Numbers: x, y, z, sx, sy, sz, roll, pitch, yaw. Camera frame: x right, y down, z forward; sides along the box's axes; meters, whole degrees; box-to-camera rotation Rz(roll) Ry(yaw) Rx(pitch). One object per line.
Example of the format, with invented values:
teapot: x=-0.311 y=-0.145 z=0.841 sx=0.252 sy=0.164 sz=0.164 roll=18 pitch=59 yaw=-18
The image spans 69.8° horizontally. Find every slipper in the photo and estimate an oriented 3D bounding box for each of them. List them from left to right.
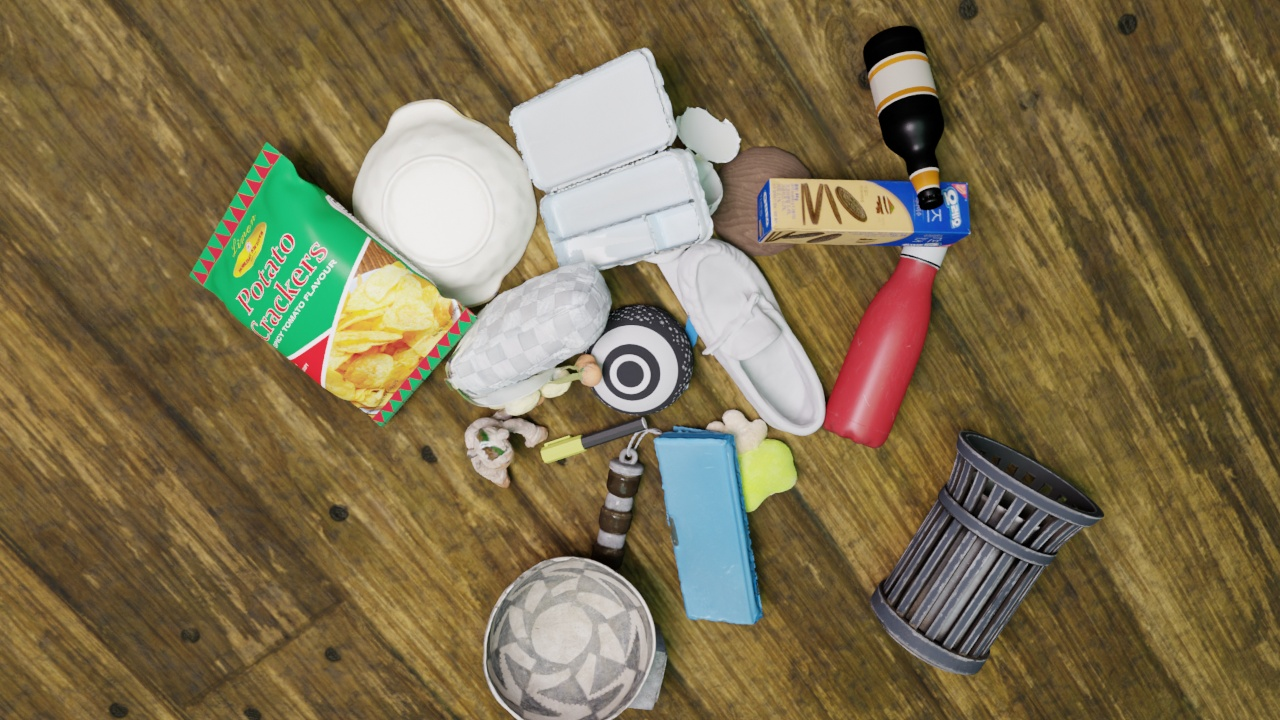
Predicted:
slipper: x=0.119 y=-0.019 z=0.973 sx=0.112 sy=0.075 sz=0.247 roll=-40 pitch=109 yaw=-20

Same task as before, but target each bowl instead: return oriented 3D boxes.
bowl: x=-0.203 y=-0.154 z=0.938 sx=0.188 sy=0.060 sz=0.219 roll=-12 pitch=106 yaw=0
bowl: x=-0.078 y=0.294 z=0.973 sx=0.178 sy=0.081 sz=0.178 roll=1 pitch=86 yaw=-9
bowl: x=-0.006 y=0.006 z=0.975 sx=0.120 sy=0.066 sz=0.120 roll=2 pitch=106 yaw=9
bowl: x=0.131 y=-0.166 z=0.968 sx=0.118 sy=0.030 sz=0.118 roll=-1 pitch=105 yaw=-3

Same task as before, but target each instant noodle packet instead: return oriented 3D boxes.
instant noodle packet: x=-0.314 y=-0.065 z=0.926 sx=0.252 sy=0.090 sz=0.196 roll=41 pitch=122 yaw=-10

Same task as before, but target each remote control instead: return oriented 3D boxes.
remote control: x=0.061 y=-0.067 z=0.999 sx=0.033 sy=0.012 sz=0.131 roll=-28 pitch=105 yaw=13

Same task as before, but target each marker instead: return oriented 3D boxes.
marker: x=-0.052 y=0.086 z=1.019 sx=0.124 sy=0.017 sz=0.021 roll=-19 pitch=71 yaw=15

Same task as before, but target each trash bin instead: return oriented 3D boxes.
trash bin: x=0.372 y=0.218 z=1.022 sx=0.164 sy=0.164 sz=0.228 roll=24 pitch=106 yaw=-9

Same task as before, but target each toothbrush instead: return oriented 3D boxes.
toothbrush: x=0.058 y=-0.044 z=0.992 sx=0.016 sy=0.014 sz=0.167 roll=11 pitch=111 yaw=2

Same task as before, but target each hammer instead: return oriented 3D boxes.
hammer: x=-0.040 y=0.230 z=1.047 sx=0.177 sy=0.079 sz=0.326 roll=11 pitch=99 yaw=-6

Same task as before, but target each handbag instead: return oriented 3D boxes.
handbag: x=-0.099 y=-0.017 z=0.931 sx=0.172 sy=0.112 sz=0.123 roll=-26 pitch=112 yaw=22

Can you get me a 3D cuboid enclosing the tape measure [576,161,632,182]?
tape measure: x=-0.038 y=-0.197 z=0.946 sx=0.064 sy=0.037 sz=0.065 roll=-17 pitch=105 yaw=2

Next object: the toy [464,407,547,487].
toy: x=-0.149 y=0.088 z=0.986 sx=0.085 sy=0.106 sz=0.074 roll=-40 pitch=83 yaw=-1

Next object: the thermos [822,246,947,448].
thermos: x=0.270 y=-0.026 z=0.992 sx=0.073 sy=0.073 sz=0.240 roll=19 pitch=95 yaw=-8

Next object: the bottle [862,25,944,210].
bottle: x=0.266 y=-0.234 z=0.902 sx=0.059 sy=0.059 sz=0.181 roll=-9 pitch=76 yaw=-1

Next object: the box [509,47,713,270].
box: x=-0.035 y=-0.183 z=0.890 sx=0.209 sy=0.037 sz=0.189 roll=-11 pitch=100 yaw=45

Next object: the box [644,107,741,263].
box: x=0.040 y=-0.180 z=0.948 sx=0.080 sy=0.149 sz=0.106 roll=32 pitch=142 yaw=-8

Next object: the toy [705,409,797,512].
toy: x=0.120 y=0.110 z=1.034 sx=0.092 sy=0.046 sz=0.115 roll=-33 pitch=97 yaw=4

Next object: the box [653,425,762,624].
box: x=0.081 y=0.185 z=1.035 sx=0.093 sy=0.052 sz=0.232 roll=-3 pitch=108 yaw=27

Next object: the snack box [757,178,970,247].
snack box: x=0.225 y=-0.148 z=0.925 sx=0.206 sy=0.057 sz=0.056 roll=0 pitch=81 yaw=-5
